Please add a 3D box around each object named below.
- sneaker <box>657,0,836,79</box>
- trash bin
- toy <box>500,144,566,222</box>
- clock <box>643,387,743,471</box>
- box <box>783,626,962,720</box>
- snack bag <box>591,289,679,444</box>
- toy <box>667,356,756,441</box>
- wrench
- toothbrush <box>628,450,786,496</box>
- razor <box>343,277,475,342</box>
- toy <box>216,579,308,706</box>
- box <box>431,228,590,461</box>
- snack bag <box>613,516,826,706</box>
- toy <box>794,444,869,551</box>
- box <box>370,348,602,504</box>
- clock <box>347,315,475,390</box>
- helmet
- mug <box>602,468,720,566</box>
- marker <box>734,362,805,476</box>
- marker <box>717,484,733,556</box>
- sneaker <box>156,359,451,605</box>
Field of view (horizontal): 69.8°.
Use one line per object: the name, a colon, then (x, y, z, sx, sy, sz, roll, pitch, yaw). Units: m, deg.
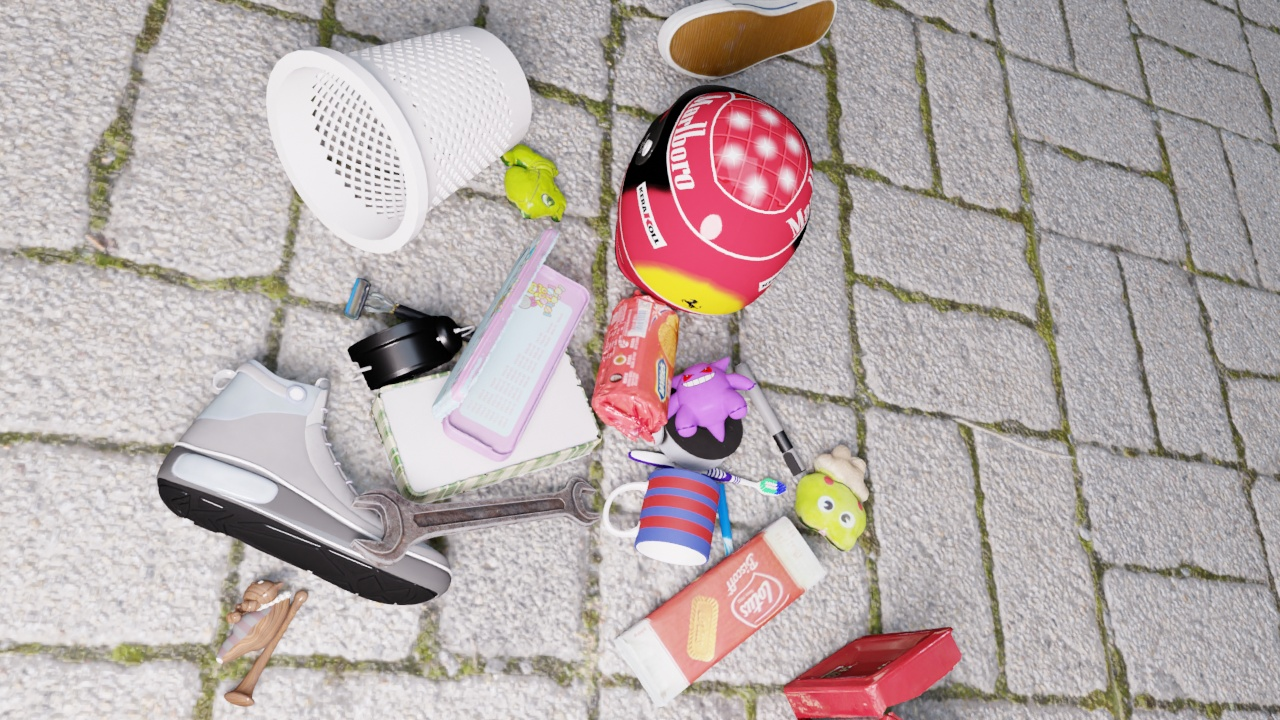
sneaker: (0.122, -0.464, 1.214, 0.293, 0.121, 0.127, -25, 59, -33)
trash bin: (-0.223, -0.238, 0.914, 0.195, 0.196, 0.199, 47, 49, 0)
toy: (-0.119, -0.198, 1.021, 0.094, 0.036, 0.093, 32, 52, -11)
clock: (0.049, 0.067, 0.977, 0.122, 0.035, 0.094, 20, 51, -11)
box: (0.235, 0.365, 0.879, 0.151, 0.158, 0.165, -16, 79, -27)
snack bag: (-0.006, 0.005, 0.946, 0.082, 0.083, 0.176, 25, 45, -14)
toy: (0.067, 0.038, 0.944, 0.106, 0.056, 0.088, -20, 52, 6)
wrench: (-0.138, 0.138, 0.830, 0.272, 0.010, 0.070, 2, 53, -46)
toothbrush: (0.074, 0.121, 0.987, 0.186, 0.016, 0.015, 16, 60, -18)
razor: (-0.220, -0.041, 0.920, 0.144, 0.022, 0.043, 20, 104, -21)
toy: (-0.317, 0.225, 0.754, 0.055, 0.042, 0.101, 46, 47, -27)
box: (-0.112, -0.021, 0.864, 0.089, 0.093, 0.213, 29, 58, -8)
snack bag: (0.084, 0.246, 0.915, 0.224, 0.041, 0.077, -31, 80, -24)
toy: (0.220, 0.148, 1.026, 0.092, 0.043, 0.117, 36, 58, -6)
box: (-0.147, 0.061, 0.894, 0.205, 0.050, 0.117, -16, 72, -30)
clock: (-0.214, -0.010, 0.867, 0.120, 0.091, 0.042, -22, 90, -21)
helmet: (0.083, -0.183, 0.996, 0.197, 0.225, 0.270, 20, 64, -16)
mug: (0.020, 0.153, 0.920, 0.112, 0.075, 0.076, 13, 63, -1)
marker: (0.146, 0.066, 1.042, 0.016, 0.016, 0.140, -24, 80, -30)
marker: (0.093, 0.200, 0.964, 0.013, 0.013, 0.141, 2, 69, -24)
sneaker: (-0.268, 0.102, 0.806, 0.256, 0.093, 0.160, 26, 52, -14)
